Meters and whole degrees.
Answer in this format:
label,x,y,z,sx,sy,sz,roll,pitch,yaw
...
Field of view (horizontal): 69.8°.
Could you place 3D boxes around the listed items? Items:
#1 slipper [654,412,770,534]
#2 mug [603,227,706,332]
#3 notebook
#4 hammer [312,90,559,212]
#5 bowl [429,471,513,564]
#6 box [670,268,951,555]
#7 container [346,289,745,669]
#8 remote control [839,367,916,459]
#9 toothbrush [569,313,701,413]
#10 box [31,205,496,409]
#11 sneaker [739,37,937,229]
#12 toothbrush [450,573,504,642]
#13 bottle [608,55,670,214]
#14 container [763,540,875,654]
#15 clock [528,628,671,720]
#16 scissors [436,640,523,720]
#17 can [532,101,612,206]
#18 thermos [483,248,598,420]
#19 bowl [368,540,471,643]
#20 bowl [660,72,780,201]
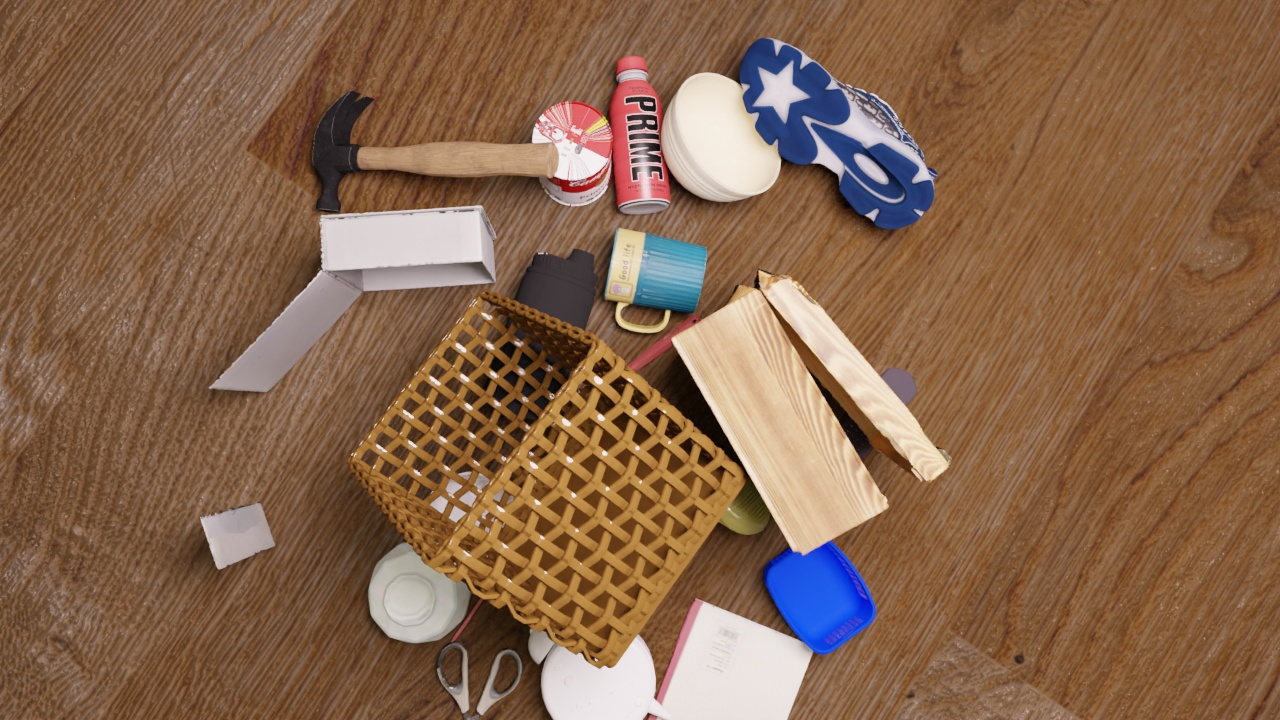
label,x,y,z,sx,sy,sz,roll,pitch,yaw
slipper,0.058,0.137,1.041,0.190,0.091,0.082,38,125,10
mug,0.013,-0.087,1.052,0.107,0.083,0.114,10,108,-5
notebook,0.093,0.398,1.052,0.153,0.012,0.208,23,85,0
hammer,-0.229,-0.226,1.005,0.306,0.040,0.132,6,93,23
bowl,-0.188,0.178,1.033,0.105,0.054,0.105,0,84,-3
box,0.153,0.033,0.941,0.168,0.279,0.245,-34,88,6
container,-0.092,0.102,0.861,0.214,0.252,0.219,43,79,-33
remote control,0.277,0.062,1.082,0.046,0.009,0.124,41,85,1
toothbrush,-0.006,0.006,1.071,0.190,0.016,0.016,-37,88,-4
box,-0.379,-0.050,0.982,0.478,0.166,0.119,-26,88,-4
sneaker,0.234,-0.276,1.058,0.269,0.103,0.132,41,42,-2
toothbrush,-0.162,0.246,1.050,0.015,0.015,0.184,37,86,3
bottle,-0.004,-0.263,1.066,0.062,0.062,0.176,-5,86,-3
container,0.199,0.262,1.041,0.096,0.058,0.114,-34,88,-4
clock,-0.047,0.351,1.016,0.125,0.073,0.161,-25,86,-3
scissors,-0.196,0.392,1.038,0.163,0.012,0.154,-44,95,-5
can,-0.075,-0.230,1.033,0.086,0.116,0.086,0,86,-3
thermos,-0.108,-0.034,1.034,0.086,0.086,0.198,18,85,-1
bowl,-0.251,0.261,1.021,0.117,0.061,0.117,0,86,-2
bowl,0.080,-0.243,1.050,0.150,0.076,0.150,13,65,-31
